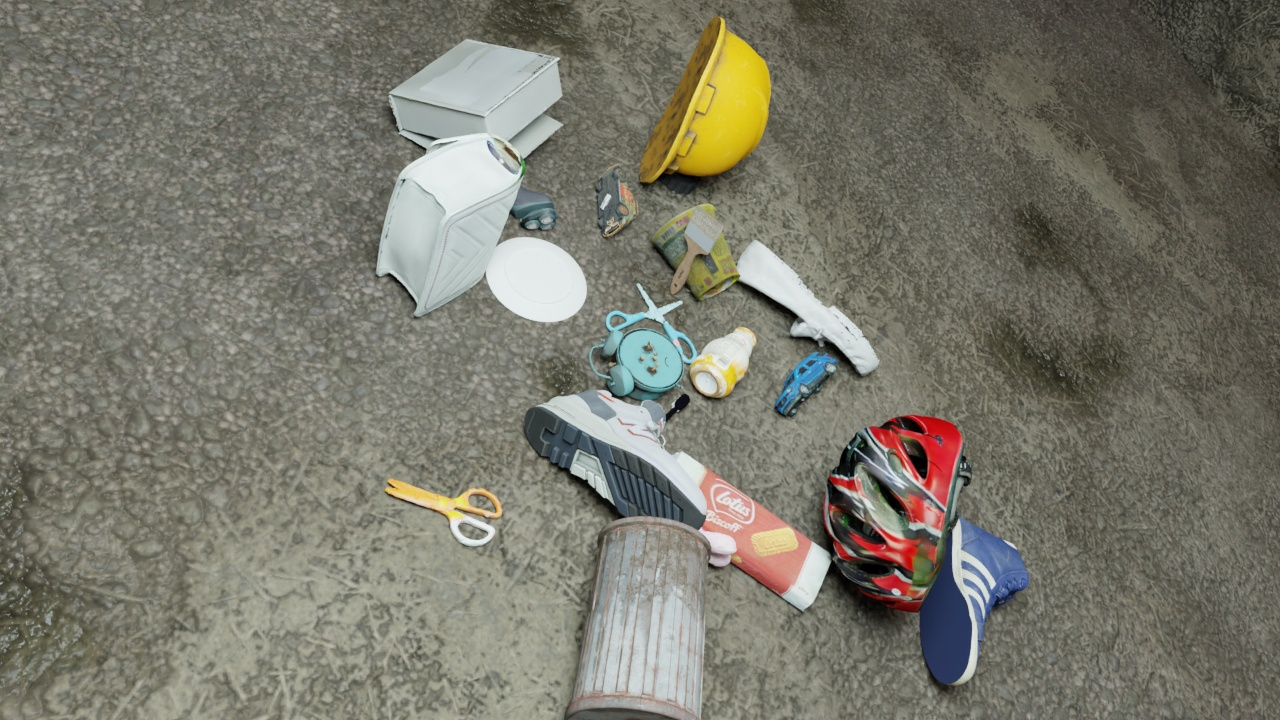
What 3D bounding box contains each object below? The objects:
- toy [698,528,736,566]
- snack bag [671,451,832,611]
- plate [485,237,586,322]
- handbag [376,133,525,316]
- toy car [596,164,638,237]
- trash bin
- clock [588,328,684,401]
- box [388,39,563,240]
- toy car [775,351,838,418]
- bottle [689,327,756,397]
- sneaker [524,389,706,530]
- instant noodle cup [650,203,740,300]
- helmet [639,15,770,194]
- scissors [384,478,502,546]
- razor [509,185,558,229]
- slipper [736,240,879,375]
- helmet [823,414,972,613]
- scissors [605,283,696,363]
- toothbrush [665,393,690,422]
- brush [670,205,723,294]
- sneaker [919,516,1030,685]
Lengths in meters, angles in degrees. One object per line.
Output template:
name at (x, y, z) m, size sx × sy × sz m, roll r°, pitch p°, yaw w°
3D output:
toy at (0.053, 0.199, 1.023) m, size 0.110 × 0.064 × 0.047 m, roll 19°, pitch 52°, yaw 2°
snack bag at (0.117, 0.198, 1.075) m, size 0.225 × 0.041 × 0.077 m, roll 36°, pitch 52°, yaw -2°
plate at (-0.131, -0.108, 1.181) m, size 0.134 × 0.011 × 0.134 m, roll 13°, pitch 54°, yaw -18°
handbag at (-0.217, -0.158, 1.053) m, size 0.096 × 0.199 × 0.141 m, roll 44°, pitch 50°, yaw 9°
toy car at (-0.030, -0.218, 1.283) m, size 0.047 × 0.047 × 0.111 m, roll 22°, pitch 53°, yaw -41°
trash bin at (0.003, 0.277, 0.907) m, size 0.130 × 0.131 × 0.210 m, roll 19°, pitch 50°, yaw -13°
clock at (-0.007, 0.007, 1.136) m, size 0.124 × 0.053 × 0.090 m, roll 3°, pitch 56°, yaw -24°
box at (-0.231, -0.256, 1.331) m, size 0.172 × 0.405 × 0.168 m, roll 29°, pitch 54°, yaw 15°
toy car at (0.219, 0.030, 1.232) m, size 0.043 × 0.056 × 0.119 m, roll 41°, pitch 47°, yaw 13°
bottle at (0.111, -0.001, 1.191) m, size 0.063 × 0.063 × 0.108 m, roll 41°, pitch 51°, yaw 4°
sneaker at (-0.005, 0.095, 1.029) m, size 0.240 × 0.089 × 0.124 m, roll 30°, pitch 37°, yaw 23°
instant noodle cup at (0.082, -0.146, 1.263) m, size 0.102 × 0.102 × 0.108 m, roll -23°, pitch 79°, yaw -36°
helmet at (0.109, -0.341, 1.297) m, size 0.131 × 0.256 × 0.204 m, roll 21°, pitch 51°, yaw -12°
scissors at (-0.210, 0.156, 0.963) m, size 0.130 × 0.013 × 0.070 m, roll 18°, pitch 52°, yaw -15°
razor at (-0.171, -0.226, 1.224) m, size 0.143 × 0.047 × 0.052 m, roll 42°, pitch 75°, yaw 9°
slipper at (0.233, -0.066, 1.291) m, size 0.247 × 0.075 × 0.112 m, roll 40°, pitch 19°, yaw 1°
helmet at (0.298, 0.171, 1.063) m, size 0.167 × 0.218 × 0.271 m, roll 12°, pitch 14°, yaw 10°
scissors at (0.016, -0.046, 1.212) m, size 0.135 × 0.015 × 0.135 m, roll -15°, pitch 60°, yaw -36°
toothbrush at (0.009, 0.091, 1.109) m, size 0.014 × 0.014 × 0.167 m, roll 50°, pitch 54°, yaw -3°
brush at (0.067, -0.137, 1.210) m, size 0.045 × 0.143 × 0.008 m, roll 42°, pitch 48°, yaw 17°
sneaker at (0.416, 0.302, 1.122) m, size 0.118 × 0.092 × 0.232 m, roll 23°, pitch 43°, yaw -14°
